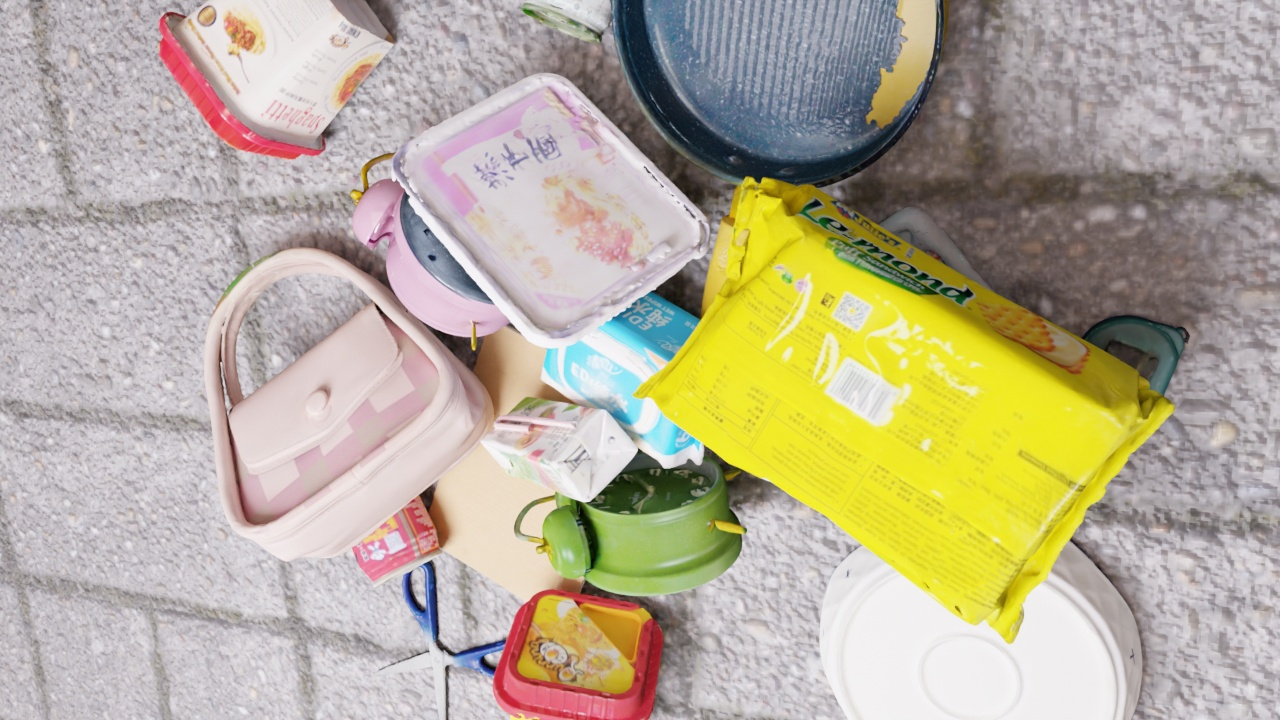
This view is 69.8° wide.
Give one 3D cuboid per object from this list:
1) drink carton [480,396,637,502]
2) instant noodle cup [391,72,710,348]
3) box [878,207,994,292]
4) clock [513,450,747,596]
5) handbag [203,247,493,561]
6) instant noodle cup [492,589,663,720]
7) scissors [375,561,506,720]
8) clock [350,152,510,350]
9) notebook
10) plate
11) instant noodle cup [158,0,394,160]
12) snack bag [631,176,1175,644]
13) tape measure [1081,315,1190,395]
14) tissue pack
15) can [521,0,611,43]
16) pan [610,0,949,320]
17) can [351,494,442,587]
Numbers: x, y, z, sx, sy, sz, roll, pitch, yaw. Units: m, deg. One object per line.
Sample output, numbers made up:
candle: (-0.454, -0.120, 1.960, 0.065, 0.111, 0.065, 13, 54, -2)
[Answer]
drink carton: (-0.061, 0.057, 0.635, 0.045, 0.053, 0.123, 54, 156, -23)
instant noodle cup: (-0.057, -0.087, 0.580, 0.173, 0.137, 0.060, 47, 158, 19)
box: (0.199, 0.002, 0.562, 0.098, 0.095, 0.201, -37, 87, -9)
clock: (-0.007, 0.108, 0.631, 0.161, 0.116, 0.056, -5, 108, 7)
handbag: (-0.246, 0.014, 0.706, 0.193, 0.093, 0.234, -36, 68, -2)
instant noodle cup: (-0.048, 0.257, 0.696, 0.116, 0.116, 0.124, 9, 119, 4)
scissors: (-0.174, 0.251, 0.803, 0.174, 0.012, 0.162, -18, 97, 27)
clock: (-0.133, -0.088, 0.645, 0.158, 0.117, 0.060, 51, 135, 4)
notebook: (-0.088, 0.091, 0.728, 0.149, 0.012, 0.212, 27, 112, 16)
plate: (0.218, 0.201, 0.609, 0.205, 0.045, 0.205, 6, 106, 21)
instant noodle cup: (-0.260, -0.227, 0.671, 0.124, 0.116, 0.116, -38, 87, 13)
snack bag: (0.130, 0.022, 0.490, 0.246, 0.068, 0.158, 32, 112, 13)
tape measure: (0.287, 0.002, 0.541, 0.054, 0.025, 0.058, 19, 109, 16)
tissue pack: (-0.004, 0.004, 0.622, 0.140, 0.063, 0.090, 33, 132, 22)
can: (-0.024, -0.278, 0.569, 0.058, 0.058, 0.147, 25, 101, 15)
pan: (0.068, -0.124, 0.570, 0.198, 0.078, 0.358, 18, 131, 20)
can: (-0.210, 0.130, 0.751, 0.067, 0.066, 0.093, -32, 82, 26)
